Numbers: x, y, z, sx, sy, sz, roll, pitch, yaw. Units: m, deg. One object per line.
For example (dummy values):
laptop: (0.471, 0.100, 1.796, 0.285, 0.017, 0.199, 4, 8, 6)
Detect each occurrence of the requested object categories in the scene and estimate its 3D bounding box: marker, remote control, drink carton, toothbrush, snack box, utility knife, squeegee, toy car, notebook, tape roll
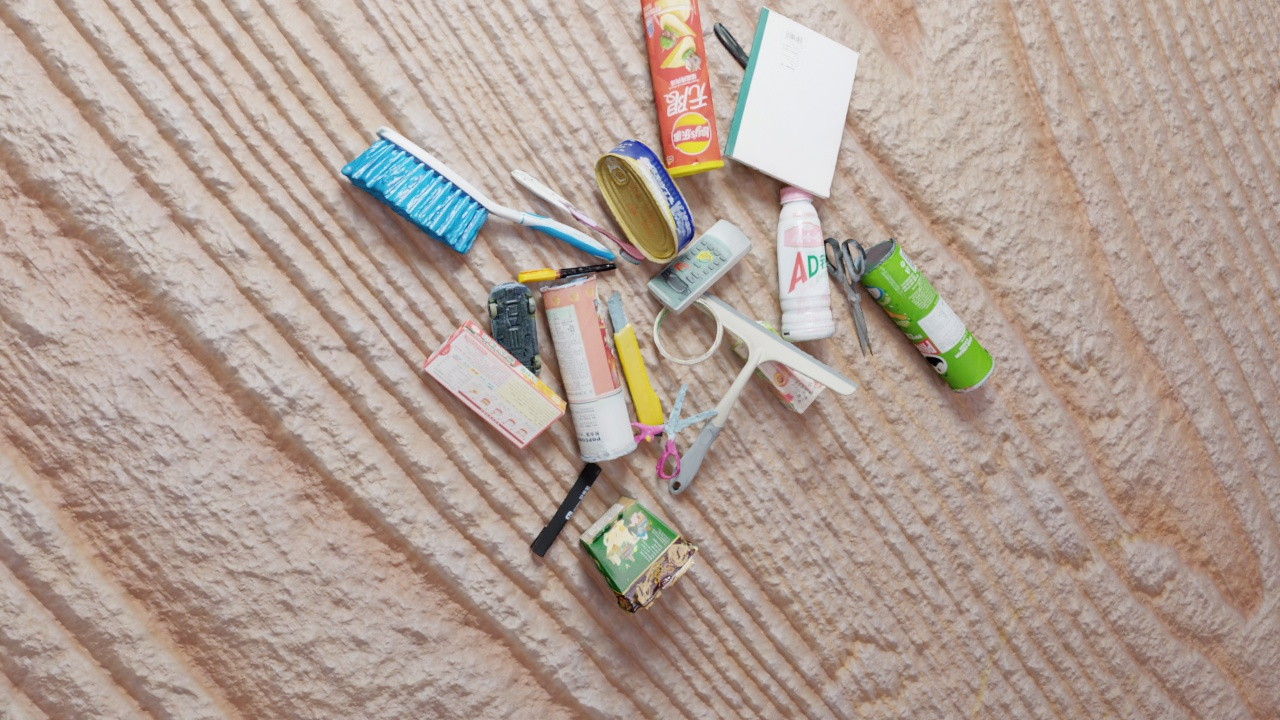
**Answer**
marker: (-0.087, -0.107, 1.106, 0.123, 0.018, 0.015, -9, 91, -18)
remote control: (0.074, -0.118, 1.142, 0.135, 0.019, 0.056, -41, 65, -9)
drink carton: (0.181, 0.009, 1.193, 0.053, 0.045, 0.122, -46, 107, -7)
toothbrush: (-0.075, -0.170, 1.096, 0.187, 0.017, 0.016, 33, 51, -10)
snack box: (-0.169, 0.030, 1.072, 0.077, 0.027, 0.156, -40, 109, 21)
snack box: (-0.009, 0.231, 1.131, 0.118, 0.118, 0.105, -42, 95, -13)
utility knife: (-0.007, 0.007, 1.145, 0.033, 0.015, 0.197, -20, 105, -14)
toothbrush: (0.153, -0.354, 1.159, 0.015, 0.018, 0.181, -46, 106, -6)
squeegee: (0.099, 0.068, 1.150, 0.246, 0.039, 0.247, 33, 101, 9)
toy car: (-0.149, -0.033, 1.085, 0.054, 0.037, 0.121, -10, 109, -15)
notebook: (0.194, -0.324, 1.154, 0.150, 0.012, 0.209, 19, 77, -18)
tape roll: (0.059, -0.036, 1.140, 0.086, 0.014, 0.085, -2, 81, 13)
marker: (-0.092, 0.183, 1.138, 0.022, 0.020, 0.132, 33, 86, 10)

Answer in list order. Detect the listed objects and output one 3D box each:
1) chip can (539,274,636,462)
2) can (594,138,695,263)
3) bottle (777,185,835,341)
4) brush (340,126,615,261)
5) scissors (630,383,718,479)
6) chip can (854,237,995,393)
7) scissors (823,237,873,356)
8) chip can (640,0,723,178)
chip can: (-0.063, 0.010, 1.099, 0.071, 0.071, 0.215, -17, 101, -16)
can: (0.007, -0.189, 1.092, 0.049, 0.075, 0.148, -47, 111, -38)
bottle: (0.207, -0.124, 1.176, 0.068, 0.068, 0.197, -7, 93, -18)
brush: (-0.178, -0.164, 1.054, 0.314, 0.060, 0.109, 34, 81, -21)
scissors: (0.038, 0.094, 1.144, 0.133, 0.017, 0.124, -21, 101, 13)
chip can: (0.383, -0.059, 1.238, 0.072, 0.072, 0.236, -47, 108, -8)
scissors: (0.287, -0.082, 1.207, 0.014, 0.141, 0.173, -33, 81, -29)
chip can: (0.050, -0.332, 1.097, 0.073, 0.073, 0.216, -11, 100, -17)
